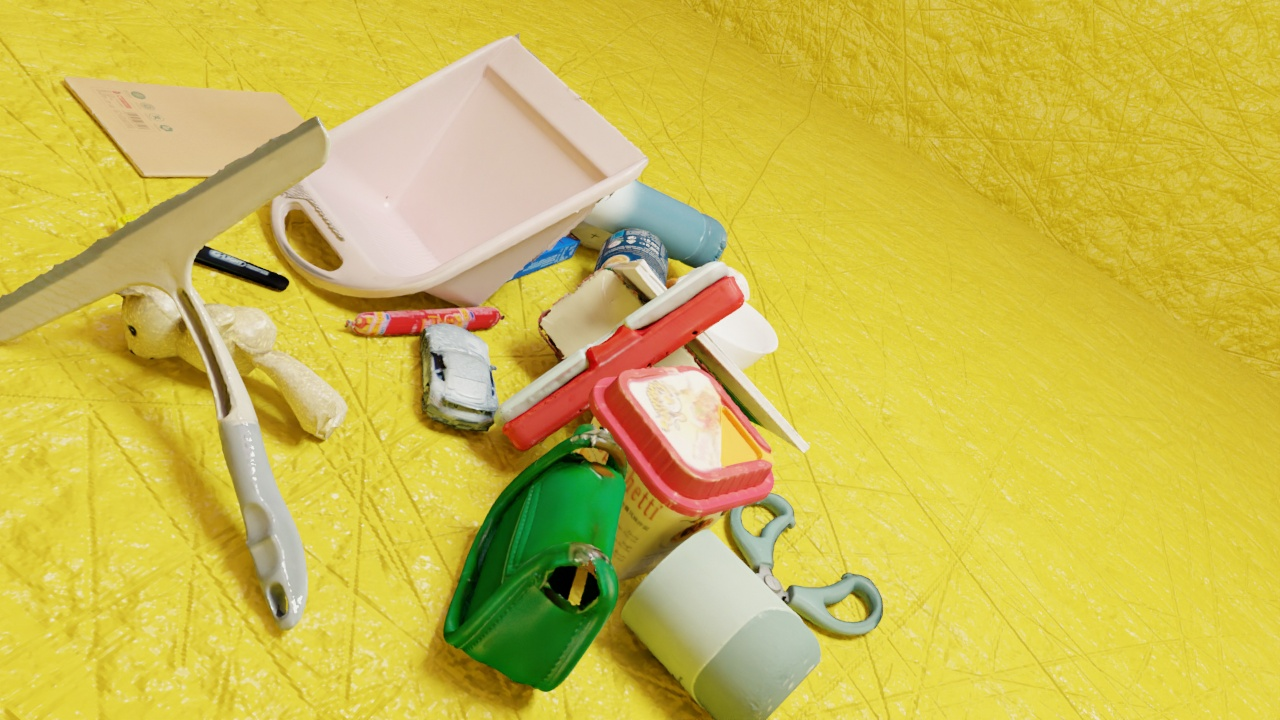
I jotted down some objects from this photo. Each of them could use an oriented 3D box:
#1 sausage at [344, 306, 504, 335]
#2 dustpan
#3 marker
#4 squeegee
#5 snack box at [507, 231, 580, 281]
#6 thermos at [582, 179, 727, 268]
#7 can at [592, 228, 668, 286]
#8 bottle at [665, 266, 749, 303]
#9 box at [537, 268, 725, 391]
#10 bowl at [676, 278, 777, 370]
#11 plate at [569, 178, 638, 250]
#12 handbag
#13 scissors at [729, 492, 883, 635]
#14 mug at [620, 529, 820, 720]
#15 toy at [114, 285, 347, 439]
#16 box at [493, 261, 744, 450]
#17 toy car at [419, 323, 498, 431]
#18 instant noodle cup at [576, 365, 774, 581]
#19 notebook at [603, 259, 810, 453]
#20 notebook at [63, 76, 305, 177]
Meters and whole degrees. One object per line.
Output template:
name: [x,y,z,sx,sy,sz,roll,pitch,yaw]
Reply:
sausage: [-0.172,-0.032,0.754,0.155,0.020,0.020,-7,47,-49]
dustpan: [-0.166,-0.163,0.776,0.222,0.273,0.138,44,6,27]
marker: [-0.325,-0.079,0.685,0.124,0.015,0.018,21,33,-21]
squeegee: [-0.229,0.031,0.511,0.246,0.247,0.039,65,8,10]
snack box: [-0.133,-0.123,0.924,0.084,0.026,0.156,38,29,11]
thermos: [-0.001,-0.157,0.987,0.220,0.070,0.070,19,30,-35]
can: [-0.011,-0.080,0.922,0.075,0.075,0.111,26,29,-9]
bottle: [0.069,-0.072,0.999,0.108,0.063,0.063,-5,45,-48]
box: [-0.005,0.005,0.753,0.168,0.091,0.079,48,-8,27]
bowl: [0.071,-0.022,0.920,0.118,0.065,0.118,25,27,-14]
plate: [-0.073,-0.196,1.080,0.205,0.046,0.204,22,30,-14]
handbag: [-0.054,0.112,0.534,0.068,0.120,0.131,30,28,-12]
scissors: [0.128,0.174,0.716,0.177,0.019,0.173,32,27,0]
mug: [0.056,0.176,0.591,0.106,0.082,0.112,42,-1,20]
toy: [-0.260,-0.003,0.589,0.157,0.066,0.105,33,-4,-5]
box: [-0.017,-0.006,0.678,0.048,0.201,0.087,56,2,2]
toy car: [-0.139,0.009,0.704,0.054,0.037,0.120,15,29,-26]
instant noodle cup: [0.008,0.081,0.632,0.116,0.124,0.116,-5,48,-47]
notebook: [0.053,-0.008,0.803,0.209,0.012,0.150,46,-4,-12]
notebook: [-0.386,-0.211,0.841,0.148,0.008,0.207,44,31,21]
